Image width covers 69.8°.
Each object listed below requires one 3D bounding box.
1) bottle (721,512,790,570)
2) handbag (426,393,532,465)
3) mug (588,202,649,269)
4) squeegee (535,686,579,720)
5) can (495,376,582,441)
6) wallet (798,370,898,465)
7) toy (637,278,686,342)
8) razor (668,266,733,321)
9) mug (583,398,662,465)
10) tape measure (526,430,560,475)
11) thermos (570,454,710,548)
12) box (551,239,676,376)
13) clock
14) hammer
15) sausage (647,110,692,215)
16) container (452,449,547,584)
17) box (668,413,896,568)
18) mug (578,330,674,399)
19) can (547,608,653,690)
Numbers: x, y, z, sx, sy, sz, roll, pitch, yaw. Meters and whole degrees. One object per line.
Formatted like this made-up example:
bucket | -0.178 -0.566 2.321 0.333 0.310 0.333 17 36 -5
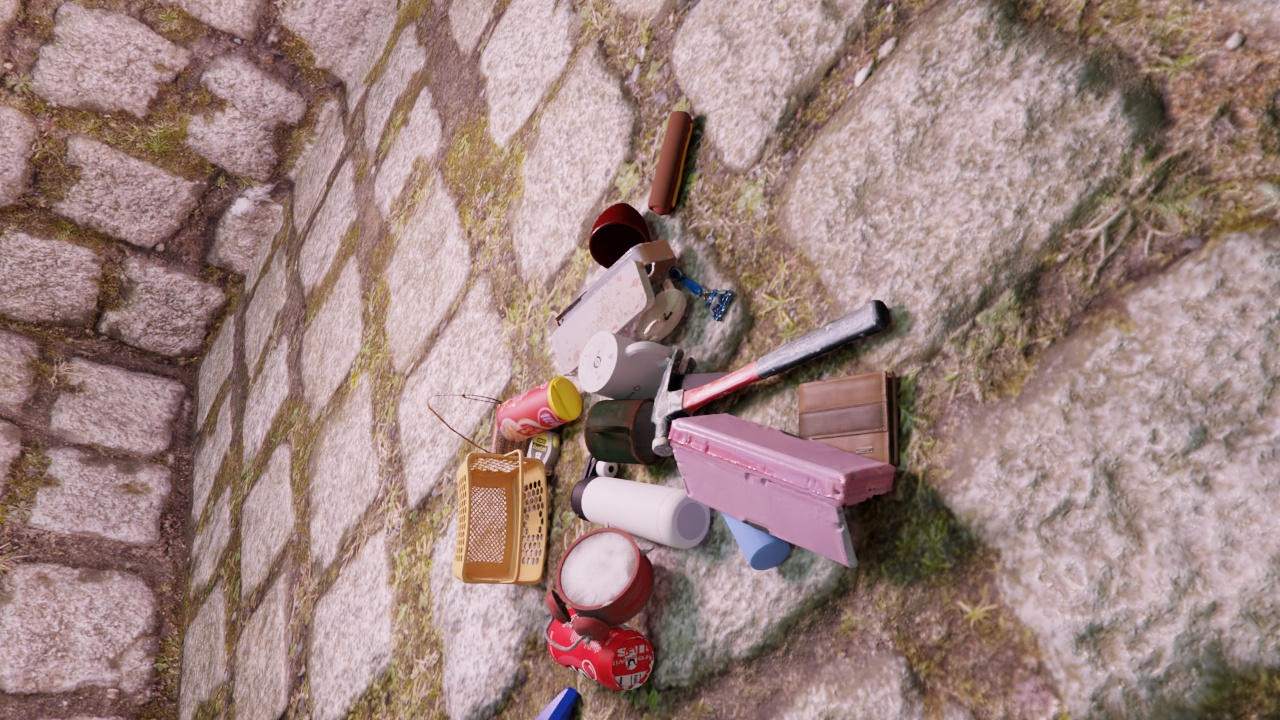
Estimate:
bottle | 0.116 0.167 1.016 0.048 0.048 0.131 -54 40 23
handbag | -0.246 0.096 1.396 0.043 0.195 0.093 -16 60 42
mug | -0.031 -0.180 1.347 0.088 0.087 0.114 -86 7 -48
squeegee | -0.131 0.510 1.187 0.250 0.055 0.184 20 81 54
can | -0.152 0.074 1.375 0.125 0.066 0.066 -24 57 34
wallet | 0.213 0.065 0.954 0.121 0.026 0.098 -12 71 48
toy | 0.027 -0.059 1.226 0.087 0.050 0.112 -48 25 29
razor | 0.072 -0.095 1.213 0.141 0.018 0.044 40 108 52
mug | -0.027 0.089 1.166 0.081 0.110 0.085 -2 83 34
tape measure | -0.148 0.139 1.399 0.064 0.016 0.065 7 81 53
thermos | -0.003 0.171 1.161 0.230 0.068 0.101 1 63 54
box | -0.035 -0.069 1.282 0.218 0.114 0.095 -37 81 43
clock | -0.052 0.280 1.103 0.110 0.062 0.156 20 62 40
hammer | 0.139 0.002 1.055 0.327 0.036 0.140 -27 40 39
sausage | 0.045 -0.282 1.314 0.040 0.040 0.155 6 80 53
container | -0.197 0.229 1.323 0.167 0.129 0.183 -27 59 58
box | 0.134 0.132 0.947 0.233 0.099 0.107 16 105 45
mug | -0.007 0.007 1.205 0.120 0.096 0.083 -29 54 43
can | -0.052 0.355 1.132 0.143 0.074 0.074 0 75 53
